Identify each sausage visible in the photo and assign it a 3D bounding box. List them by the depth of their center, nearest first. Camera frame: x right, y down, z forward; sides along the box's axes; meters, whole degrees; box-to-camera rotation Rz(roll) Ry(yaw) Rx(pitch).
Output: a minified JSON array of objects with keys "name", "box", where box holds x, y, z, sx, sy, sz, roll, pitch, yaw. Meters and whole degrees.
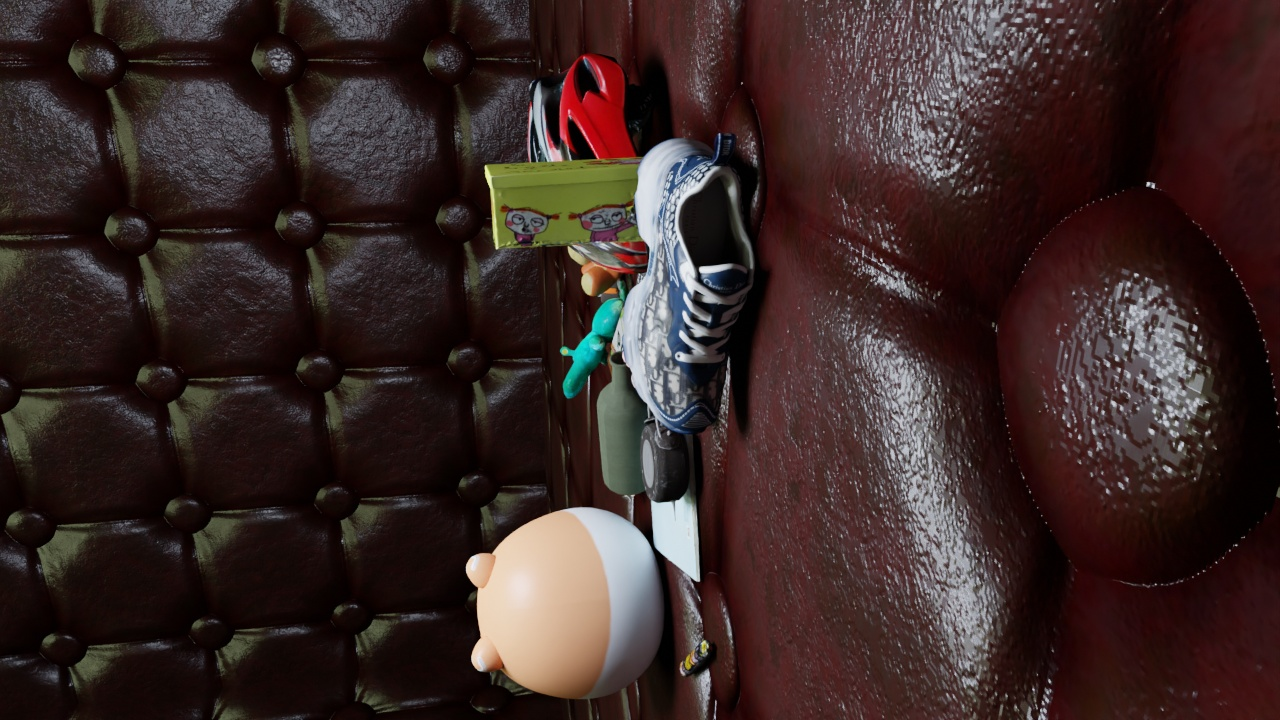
[{"name":"sausage","box":[0.064,0.349,1.070,0.156,0.020,0.020,105,158,-61]}]

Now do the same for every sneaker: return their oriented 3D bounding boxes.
[{"name":"sneaker","box":[0.052,-0.062,0.804,0.132,0.103,0.269,-155,65,-71]}]

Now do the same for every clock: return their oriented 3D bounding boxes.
[{"name":"clock","box":[0.030,0.111,1.047,0.091,0.043,0.123,-126,35,-69]}]

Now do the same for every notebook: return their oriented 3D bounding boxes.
[{"name":"notebook","box":[0.039,0.167,1.169,0.253,0.009,0.181,169,98,-80]}]

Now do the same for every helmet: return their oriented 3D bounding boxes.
[{"name":"helmet","box":[-0.049,-0.235,1.134,0.217,0.167,0.272,-66,-37,-87]}]

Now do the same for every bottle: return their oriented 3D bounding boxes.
[{"name":"bottle","box":[-0.018,0.078,1.173,0.071,0.071,0.207,-107,11,-51]}]

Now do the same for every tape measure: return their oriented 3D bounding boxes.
[{"name":"tape measure","box":[-0.050,-0.119,1.449,0.059,0.038,0.058,91,-179,-48]}]

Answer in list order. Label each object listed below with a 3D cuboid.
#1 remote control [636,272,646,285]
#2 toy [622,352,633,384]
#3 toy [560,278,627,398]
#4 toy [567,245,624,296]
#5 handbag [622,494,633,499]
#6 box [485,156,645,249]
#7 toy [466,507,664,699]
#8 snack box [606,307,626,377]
[{"name":"remote control","box":[0.004,-0.085,1.248,0.147,0.015,0.033,102,156,-55]},{"name":"toy","box":[0.027,0.019,0.956,0.053,0.105,0.108,-44,43,29]},{"name":"toy","box":[-0.064,-0.033,1.365,0.193,0.072,0.131,-58,-4,-11]},{"name":"toy","box":[-0.062,-0.183,1.390,0.175,0.096,0.112,-85,7,-48]},{"name":"handbag","box":[-0.016,0.145,1.378,0.079,0.054,0.128,175,94,-69]},{"name":"box","box":[-0.042,-0.161,0.912,0.124,0.221,0.080,-119,27,-72]},{"name":"toy","box":[-0.107,0.343,1.297,0.266,0.280,0.262,-28,64,57]},{"name":"snack box","box":[-0.007,0.007,1.257,0.186,0.031,0.101,112,143,-67]}]
